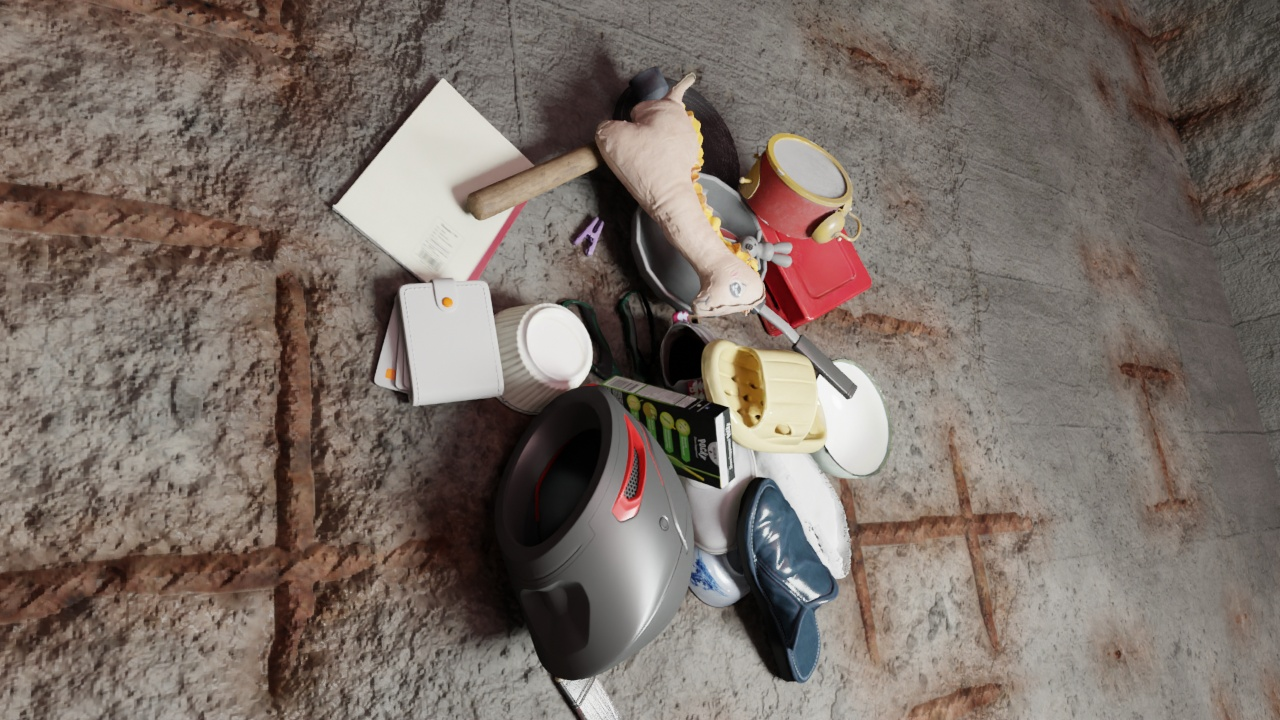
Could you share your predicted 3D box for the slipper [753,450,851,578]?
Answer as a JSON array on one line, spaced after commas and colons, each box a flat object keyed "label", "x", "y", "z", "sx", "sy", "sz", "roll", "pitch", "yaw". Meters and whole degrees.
[{"label": "slipper", "x": 0.181, "y": 0.165, "z": 1.087, "sx": 0.247, "sy": 0.075, "sz": 0.112, "roll": 55, "pitch": 48, "yaw": -21}]

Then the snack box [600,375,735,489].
[{"label": "snack box", "x": 0.026, "y": 0.071, "z": 0.929, "sx": 0.025, "sy": 0.148, "sz": 0.080, "roll": -31, "pitch": 124, "yaw": -41}]

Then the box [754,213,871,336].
[{"label": "box", "x": 0.204, "y": -0.128, "z": 1.190, "sx": 0.134, "sy": 0.113, "sz": 0.157, "roll": -29, "pitch": 94, "yaw": -37}]

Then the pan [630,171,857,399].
[{"label": "pan", "x": 0.129, "y": -0.074, "z": 1.095, "sx": 0.357, "sy": 0.041, "sz": 0.178, "roll": 42, "pitch": 61, "yaw": -12}]

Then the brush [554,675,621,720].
[{"label": "brush", "x": -0.066, "y": 0.298, "z": 0.878, "sx": 0.038, "sy": 0.012, "sz": 0.151, "roll": -37, "pitch": 98, "yaw": -41}]

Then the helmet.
[{"label": "helmet", "x": -0.033, "y": 0.166, "z": 0.849, "sx": 0.170, "sy": 0.165, "sz": 0.264, "roll": 43, "pitch": 41, "yaw": -33}]

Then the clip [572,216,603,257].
[{"label": "clip", "x": -0.061, "y": -0.143, "z": 1.038, "sx": 0.042, "sy": 0.014, "sz": 0.052, "roll": 15, "pitch": 68, "yaw": -33}]

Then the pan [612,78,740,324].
[{"label": "pan", "x": 0.058, "y": -0.198, "z": 1.142, "sx": 0.207, "sy": 0.040, "sz": 0.356, "roll": 10, "pitch": 67, "yaw": -37}]

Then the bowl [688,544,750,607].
[{"label": "bowl", "x": 0.099, "y": 0.215, "z": 1.021, "sx": 0.114, "sy": 0.045, "sz": 0.114, "roll": 15, "pitch": 66, "yaw": -36}]

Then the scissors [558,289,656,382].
[{"label": "scissors", "x": -0.002, "y": 0.008, "z": 1.033, "sx": 0.141, "sy": 0.015, "sz": 0.210, "roll": -32, "pitch": 95, "yaw": -44}]

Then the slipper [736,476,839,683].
[{"label": "slipper", "x": 0.178, "y": 0.242, "z": 0.999, "sx": 0.108, "sy": 0.084, "sz": 0.266, "roll": -44, "pitch": 123, "yaw": -48}]

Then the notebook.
[{"label": "notebook", "x": -0.196, "y": -0.173, "z": 0.937, "sx": 0.153, "sy": 0.012, "sz": 0.208, "roll": 42, "pitch": 53, "yaw": -22}]

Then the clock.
[{"label": "clock", "x": 0.197, "y": -0.194, "z": 1.107, "sx": 0.159, "sy": 0.081, "sz": 0.116, "roll": 33, "pitch": 42, "yaw": -3}]

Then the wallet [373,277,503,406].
[{"label": "wallet", "x": -0.195, "y": -0.018, "z": 0.862, "sx": 0.115, "sy": 0.038, "sz": 0.118, "roll": -6, "pitch": 79, "yaw": -26}]

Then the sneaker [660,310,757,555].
[{"label": "sneaker", "x": 0.067, "y": 0.073, "z": 0.978, "sx": 0.129, "sy": 0.097, "sz": 0.262, "roll": 55, "pitch": 26, "yaw": -74}]

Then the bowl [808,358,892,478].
[{"label": "bowl", "x": 0.248, "y": 0.080, "z": 1.175, "sx": 0.153, "sy": 0.073, "sz": 0.153, "roll": 14, "pitch": 66, "yaw": -35}]

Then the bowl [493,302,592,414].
[{"label": "bowl", "x": -0.099, "y": -0.008, "z": 0.924, "sx": 0.115, "sy": 0.063, "sz": 0.115, "roll": 15, "pitch": 66, "yaw": -35}]

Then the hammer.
[{"label": "hammer", "x": -0.061, "y": -0.223, "z": 1.020, "sx": 0.320, "sy": 0.040, "sz": 0.129, "roll": -33, "pitch": 98, "yaw": -36}]

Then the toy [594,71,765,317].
[{"label": "toy", "x": 0.067, "y": -0.180, "z": 1.018, "sx": 0.195, "sy": 0.065, "sz": 0.264, "roll": -41, "pitch": 90, "yaw": -20}]

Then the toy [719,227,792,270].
[{"label": "toy", "x": 0.124, "y": -0.131, "z": 1.065, "sx": 0.111, "sy": 0.030, "sz": 0.049, "roll": 8, "pitch": 76, "yaw": -15}]

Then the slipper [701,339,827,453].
[{"label": "slipper", "x": 0.157, "y": 0.044, "z": 0.982, "sx": 0.261, "sy": 0.079, "sz": 0.111, "roll": 22, "pitch": 59, "yaw": -54}]
